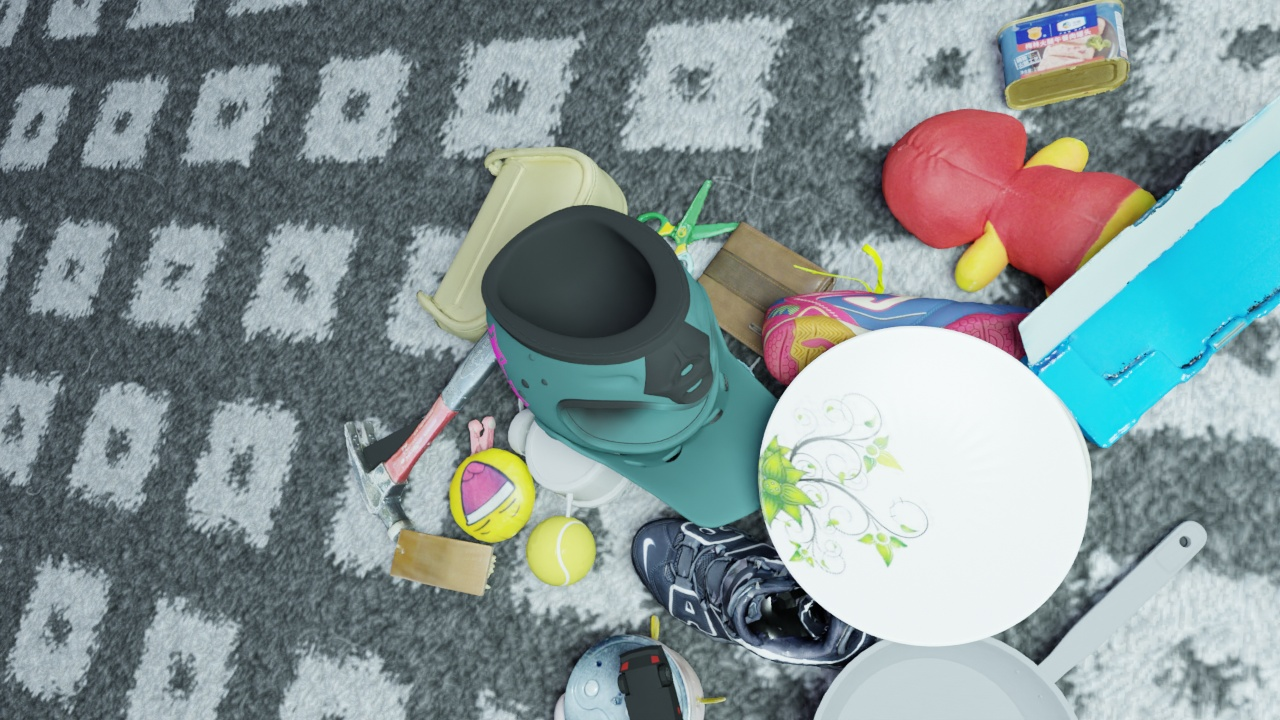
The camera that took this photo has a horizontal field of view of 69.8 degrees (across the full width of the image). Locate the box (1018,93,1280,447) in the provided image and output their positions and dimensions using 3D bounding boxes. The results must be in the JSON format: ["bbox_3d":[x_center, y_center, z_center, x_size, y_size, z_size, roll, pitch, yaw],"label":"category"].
[{"bbox_3d":[0.382,-0.070,0.662,0.244,0.170,0.070,-43,31,9],"label":"box"}]

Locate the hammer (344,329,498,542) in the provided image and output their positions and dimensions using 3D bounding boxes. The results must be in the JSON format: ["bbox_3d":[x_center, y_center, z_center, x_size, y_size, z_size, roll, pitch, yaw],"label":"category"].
[{"bbox_3d":[-0.198,0.035,0.932,0.327,0.036,0.140,-48,63,26],"label":"hammer"}]

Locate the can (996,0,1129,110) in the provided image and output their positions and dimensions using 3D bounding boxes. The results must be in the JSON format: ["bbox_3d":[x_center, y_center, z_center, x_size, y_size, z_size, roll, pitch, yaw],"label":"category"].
[{"bbox_3d":[0.360,-0.259,0.781,0.100,0.054,0.059,-8,72,25],"label":"can"}]

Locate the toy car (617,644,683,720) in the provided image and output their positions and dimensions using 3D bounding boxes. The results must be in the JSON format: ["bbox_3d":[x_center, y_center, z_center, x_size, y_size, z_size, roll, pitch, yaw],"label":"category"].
[{"bbox_3d":[0.012,0.275,0.733,0.042,0.036,0.091,-19,76,16],"label":"toy car"}]

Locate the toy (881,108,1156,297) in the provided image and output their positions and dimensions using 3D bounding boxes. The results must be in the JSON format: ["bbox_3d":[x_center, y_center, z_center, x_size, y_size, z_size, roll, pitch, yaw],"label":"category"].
[{"bbox_3d":[0.297,-0.134,0.753,0.216,0.099,0.147,35,84,26],"label":"toy"}]

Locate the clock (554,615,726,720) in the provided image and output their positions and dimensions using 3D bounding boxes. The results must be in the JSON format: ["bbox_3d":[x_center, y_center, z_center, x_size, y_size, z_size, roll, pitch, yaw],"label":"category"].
[{"bbox_3d":[-0.013,0.310,0.789,0.158,0.058,0.117,-49,59,5],"label":"clock"}]

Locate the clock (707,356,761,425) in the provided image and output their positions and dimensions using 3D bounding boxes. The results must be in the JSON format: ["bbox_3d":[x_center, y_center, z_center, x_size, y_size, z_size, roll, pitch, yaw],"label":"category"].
[{"bbox_3d":[0.058,0.041,0.848,0.123,0.042,0.087,-20,66,19],"label":"clock"}]

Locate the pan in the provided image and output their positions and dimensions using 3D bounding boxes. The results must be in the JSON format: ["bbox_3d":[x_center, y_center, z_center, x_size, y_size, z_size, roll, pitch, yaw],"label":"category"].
[{"bbox_3d":[0.272,0.241,0.658,0.356,0.051,0.201,-41,81,-9],"label":"pan"}]

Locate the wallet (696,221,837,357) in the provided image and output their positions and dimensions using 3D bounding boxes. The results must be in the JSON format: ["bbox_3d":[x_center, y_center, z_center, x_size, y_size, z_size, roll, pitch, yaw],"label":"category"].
[{"bbox_3d":[0.110,-0.066,0.861,0.121,0.027,0.098,38,92,33],"label":"wallet"}]

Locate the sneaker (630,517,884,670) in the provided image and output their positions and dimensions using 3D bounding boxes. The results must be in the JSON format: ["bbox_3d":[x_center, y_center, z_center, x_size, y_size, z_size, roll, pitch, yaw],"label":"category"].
[{"bbox_3d":[0.079,0.185,0.728,0.253,0.150,0.097,12,80,30],"label":"sneaker"}]

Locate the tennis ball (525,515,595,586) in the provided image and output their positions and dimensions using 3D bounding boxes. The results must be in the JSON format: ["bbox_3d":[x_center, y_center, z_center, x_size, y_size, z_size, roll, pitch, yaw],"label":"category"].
[{"bbox_3d":[-0.075,0.178,0.858,0.065,0.065,0.065,-8,71,25],"label":"tennis ball"}]

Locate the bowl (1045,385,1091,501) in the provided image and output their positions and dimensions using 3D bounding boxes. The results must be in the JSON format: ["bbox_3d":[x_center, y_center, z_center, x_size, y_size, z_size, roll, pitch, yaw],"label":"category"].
[{"bbox_3d":[0.254,0.087,0.715,0.177,0.057,0.176,-3,84,27],"label":"bowl"}]

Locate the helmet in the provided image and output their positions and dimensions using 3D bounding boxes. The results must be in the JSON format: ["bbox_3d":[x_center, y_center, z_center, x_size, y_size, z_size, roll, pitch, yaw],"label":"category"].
[{"bbox_3d":[-0.005,0.004,0.755,0.176,0.200,0.275,-42,44,-12],"label":"helmet"}]

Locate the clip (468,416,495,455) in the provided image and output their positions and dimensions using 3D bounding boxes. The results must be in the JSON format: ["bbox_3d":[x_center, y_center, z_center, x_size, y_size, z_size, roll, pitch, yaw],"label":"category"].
[{"bbox_3d":[-0.170,0.086,0.963,0.044,0.023,0.060,7,76,33],"label":"clip"}]

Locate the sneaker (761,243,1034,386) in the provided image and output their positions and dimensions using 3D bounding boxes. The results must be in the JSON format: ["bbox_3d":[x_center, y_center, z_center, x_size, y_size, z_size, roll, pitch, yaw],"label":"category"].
[{"bbox_3d":[0.222,-0.029,0.757,0.242,0.116,0.090,2,29,7],"label":"sneaker"}]

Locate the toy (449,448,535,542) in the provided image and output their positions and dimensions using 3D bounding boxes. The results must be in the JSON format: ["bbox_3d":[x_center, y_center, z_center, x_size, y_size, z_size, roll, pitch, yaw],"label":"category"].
[{"bbox_3d":[-0.149,0.135,0.920,0.095,0.041,0.094,-38,76,12],"label":"toy"}]

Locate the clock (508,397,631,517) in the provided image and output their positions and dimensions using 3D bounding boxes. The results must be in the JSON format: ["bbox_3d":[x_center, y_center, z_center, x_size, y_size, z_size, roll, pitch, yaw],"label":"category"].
[{"bbox_3d":[-0.065,0.071,0.896,0.120,0.061,0.159,-39,56,10],"label":"clock"}]

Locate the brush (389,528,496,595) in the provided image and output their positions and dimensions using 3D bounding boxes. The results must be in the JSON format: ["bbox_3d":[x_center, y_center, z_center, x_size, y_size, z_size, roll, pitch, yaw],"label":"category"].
[{"bbox_3d":[-0.197,0.204,0.928,0.117,0.039,0.049,4,75,29],"label":"brush"}]

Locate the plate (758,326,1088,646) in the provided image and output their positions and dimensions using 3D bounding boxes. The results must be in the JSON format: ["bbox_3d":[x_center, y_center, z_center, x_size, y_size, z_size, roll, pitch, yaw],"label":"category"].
[{"bbox_3d":[0.202,0.089,0.672,0.229,0.030,0.229,-2,76,6],"label":"plate"}]

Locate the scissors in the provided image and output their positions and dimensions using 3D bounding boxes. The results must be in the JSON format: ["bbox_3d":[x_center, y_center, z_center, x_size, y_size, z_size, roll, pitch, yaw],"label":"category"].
[{"bbox_3d":[0.042,-0.122,0.925,0.126,0.011,0.130,-4,74,28],"label":"scissors"}]

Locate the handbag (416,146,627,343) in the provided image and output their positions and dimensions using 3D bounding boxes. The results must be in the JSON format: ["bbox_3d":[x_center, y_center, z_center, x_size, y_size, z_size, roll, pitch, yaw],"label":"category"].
[{"bbox_3d":[-0.128,-0.117,0.975,0.191,0.088,0.233,31,93,36],"label":"handbag"}]
